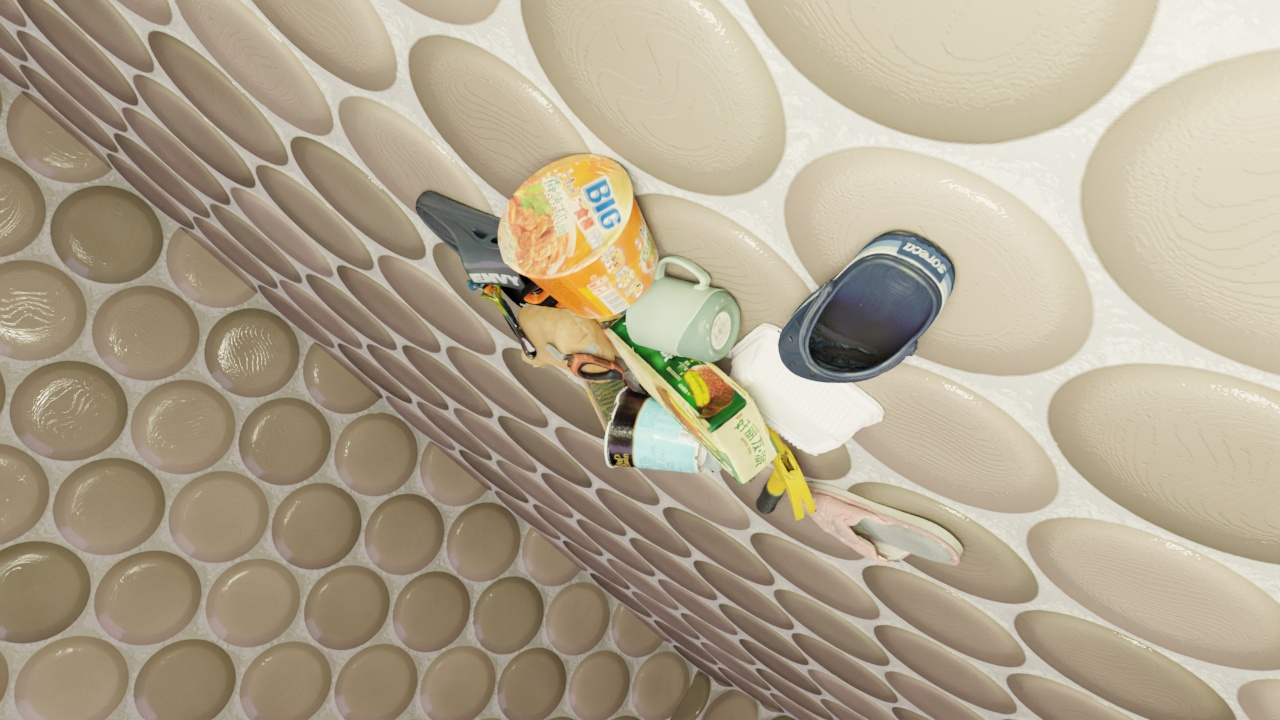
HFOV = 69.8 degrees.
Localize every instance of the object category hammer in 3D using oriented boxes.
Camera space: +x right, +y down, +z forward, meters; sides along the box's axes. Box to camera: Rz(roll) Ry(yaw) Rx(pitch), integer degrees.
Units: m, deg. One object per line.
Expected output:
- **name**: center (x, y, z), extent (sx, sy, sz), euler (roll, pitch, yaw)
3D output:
- **hammer**: center (0.196, 0.182, 1.323), extent (0.301, 0.033, 0.128), euler (84, 161, -71)

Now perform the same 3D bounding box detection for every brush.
- **brush**: center (-0.045, 0.053, 1.374), extent (0.145, 0.063, 0.073), euler (60, 173, 37)

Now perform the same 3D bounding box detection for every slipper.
- **slipper**: center (-0.217, -0.143, 1.251), extent (0.268, 0.083, 0.111), euler (28, 160, 24)
- **slipper**: center (0.195, -0.024, 0.829), extent (0.105, 0.095, 0.253), euler (38, 157, 3)
- **slipper**: center (0.310, 0.231, 1.255), extent (0.275, 0.054, 0.114), euler (12, 149, 50)

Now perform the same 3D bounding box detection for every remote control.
- **remote control**: center (-0.191, -0.111, 1.361), extent (0.053, 0.024, 0.136), euler (14, 150, 49)

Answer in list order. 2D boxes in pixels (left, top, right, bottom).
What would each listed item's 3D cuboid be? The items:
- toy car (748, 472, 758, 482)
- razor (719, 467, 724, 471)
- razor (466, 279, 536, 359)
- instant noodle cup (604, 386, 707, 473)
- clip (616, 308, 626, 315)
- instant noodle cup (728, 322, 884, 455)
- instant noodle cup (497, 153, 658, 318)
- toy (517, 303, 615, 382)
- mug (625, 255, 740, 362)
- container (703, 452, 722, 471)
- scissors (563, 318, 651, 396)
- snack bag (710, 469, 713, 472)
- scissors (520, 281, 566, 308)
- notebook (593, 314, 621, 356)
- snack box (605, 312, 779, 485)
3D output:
- **toy car**: center (0.152, 0.147, 1.361), extent (0.049, 0.031, 0.106), euler (29, 160, 20)
- **razor**: center (0.067, 0.112, 1.390), extent (0.167, 0.062, 0.067), euler (39, -167, -18)
- **razor**: center (-0.186, -0.062, 1.276), extent (0.142, 0.042, 0.022), euler (56, 135, 5)
- **instant noodle cup**: center (0.028, 0.098, 1.195), extent (0.120, 0.111, 0.111), euler (10, 152, 16)
- **clip**: center (-0.032, -0.070, 1.180), extent (0.057, 0.028, 0.024), euler (17, 154, 26)
- **instant noodle cup**: center (0.176, 0.043, 1.055), extent (0.173, 0.060, 0.138), euler (36, 160, -2)
- **instant noodle cup**: center (-0.057, -0.121, 0.958), extent (0.151, 0.151, 0.111), euler (22, 164, 34)
- **toy**: center (-0.123, -0.030, 1.319), extent (0.226, 0.082, 0.143), euler (8, 132, 59)
- **mug**: center (0.049, -0.059, 1.015), extent (0.106, 0.082, 0.112), euler (16, 118, 35)
- **container**: center (0.076, 0.091, 1.283), extent (0.111, 0.090, 0.090), euler (23, 157, 26)
- **scissors**: center (-0.022, 0.014, 1.248), extent (0.015, 0.213, 0.197), euler (63, 147, 37)
- **snack bag**: center (0.087, 0.136, 1.447), extent (0.104, 0.026, 0.048), euler (37, 137, -6)
- **scissors**: center (-0.060, -0.110, 1.133), extent (0.235, 0.021, 0.125), euler (-18, 157, 38)
- **notebook**: center (-0.024, -0.047, 1.251), extent (0.207, 0.010, 0.146), euler (10, 147, 51)
- **snack box**: center (0.057, 0.034, 1.088), extent (0.240, 0.063, 0.114), euler (44, 170, 46)
